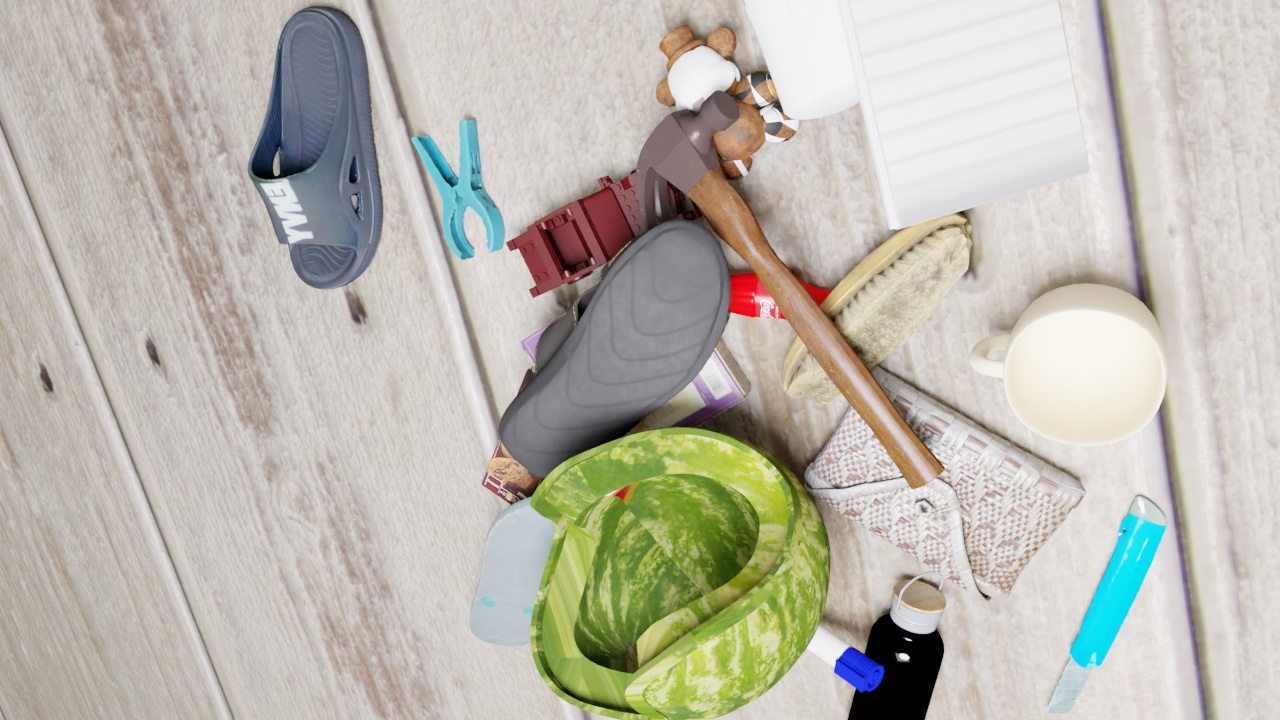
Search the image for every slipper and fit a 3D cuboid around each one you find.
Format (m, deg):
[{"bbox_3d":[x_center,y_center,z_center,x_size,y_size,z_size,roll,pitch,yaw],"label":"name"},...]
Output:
[{"bbox_3d":[-0.114,0.196,0.903,0.098,0.054,0.270,17,131,-15],"label":"slipper"},{"bbox_3d":[-0.021,-0.005,0.729,0.113,0.075,0.269,39,121,-3],"label":"slipper"},{"bbox_3d":[-0.309,-0.191,0.862,0.111,0.083,0.268,12,110,19],"label":"slipper"}]

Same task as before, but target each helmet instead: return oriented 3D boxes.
[{"bbox_3d":[0.033,0.174,0.736,0.213,0.242,0.248,56,153,29],"label":"helmet"}]

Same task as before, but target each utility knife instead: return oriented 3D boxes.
[{"bbox_3d":[0.359,0.197,0.714,0.031,0.015,0.206,21,111,19],"label":"utility knife"}]

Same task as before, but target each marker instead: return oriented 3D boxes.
[{"bbox_3d":[0.147,0.237,0.788,0.133,0.027,0.023,26,121,47],"label":"marker"}]

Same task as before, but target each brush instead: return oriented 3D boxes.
[{"bbox_3d":[0.174,-0.034,0.694,0.059,0.043,0.196,24,125,-25],"label":"brush"}]

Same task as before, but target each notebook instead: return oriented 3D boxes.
[{"bbox_3d":[0.211,-0.208,0.610,0.142,0.009,0.210,-17,101,-2],"label":"notebook"}]

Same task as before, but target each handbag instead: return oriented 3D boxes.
[{"bbox_3d":[0.233,0.101,0.724,0.186,0.046,0.124,31,117,13],"label":"handbag"}]

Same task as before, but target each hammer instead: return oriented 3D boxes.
[{"bbox_3d":[0.110,-0.044,0.671,0.323,0.033,0.116,54,134,5],"label":"hammer"}]

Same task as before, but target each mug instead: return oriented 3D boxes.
[{"bbox_3d":[0.291,-0.005,0.629,0.120,0.099,0.096,3,110,26],"label":"mug"}]

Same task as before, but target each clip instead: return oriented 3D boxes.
[{"bbox_3d":[-0.176,-0.151,0.844,0.114,0.028,0.127,-20,97,31],"label":"clip"}]

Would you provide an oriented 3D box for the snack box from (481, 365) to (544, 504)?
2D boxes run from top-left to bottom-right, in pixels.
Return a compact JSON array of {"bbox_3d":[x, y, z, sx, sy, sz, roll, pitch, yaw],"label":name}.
[{"bbox_3d":[-0.103,0.074,0.882,0.051,0.031,0.141,32,118,13],"label":"snack box"}]

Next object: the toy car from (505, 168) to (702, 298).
[{"bbox_3d":[-0.039,-0.109,0.772,0.170,0.061,0.070,-22,97,30],"label":"toy car"}]

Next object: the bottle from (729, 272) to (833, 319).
[{"bbox_3d":[0.102,-0.052,0.736,0.119,0.036,0.036,5,109,12],"label":"bottle"}]

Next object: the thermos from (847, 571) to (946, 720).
[{"bbox_3d":[0.217,0.278,0.782,0.061,0.061,0.232,16,113,20],"label":"thermos"}]

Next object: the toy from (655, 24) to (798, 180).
[{"bbox_3d":[0.058,-0.201,0.699,0.087,0.067,0.112,-37,80,30],"label":"toy"}]

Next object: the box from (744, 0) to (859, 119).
[{"bbox_3d":[0.114,-0.255,0.637,0.083,0.092,0.166,-22,95,7],"label":"box"}]

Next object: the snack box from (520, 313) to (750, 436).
[{"bbox_3d":[-0.005,0.005,0.791,0.148,0.040,0.143,-32,92,19],"label":"snack box"}]
